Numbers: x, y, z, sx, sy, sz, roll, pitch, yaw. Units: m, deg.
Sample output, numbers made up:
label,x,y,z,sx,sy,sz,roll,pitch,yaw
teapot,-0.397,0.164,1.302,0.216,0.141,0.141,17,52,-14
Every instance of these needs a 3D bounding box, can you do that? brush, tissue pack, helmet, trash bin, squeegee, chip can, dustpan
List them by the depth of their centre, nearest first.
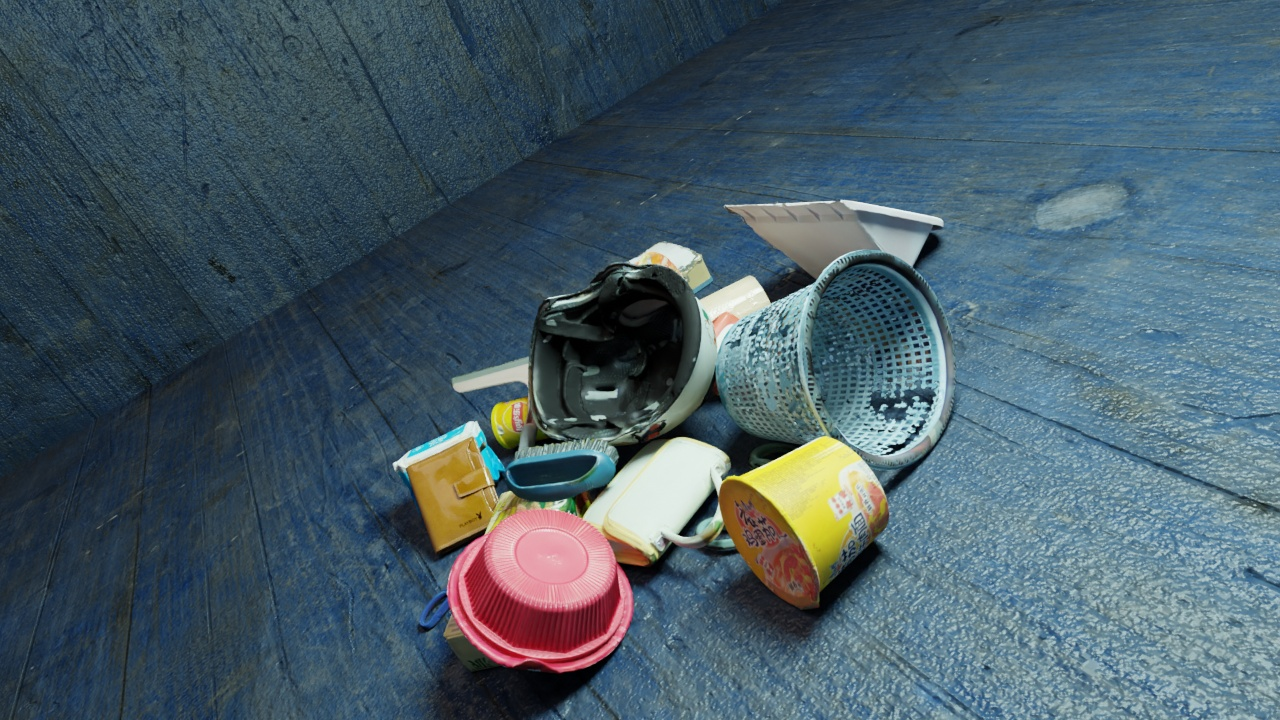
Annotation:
label,x,y,z,sx,sy,sz,roll,pitch,yaw
trash bin,0.198,0.009,1.011,0.226,0.226,0.195,-44,17,-29
brush,-0.097,0.134,1.072,0.144,0.055,0.073,-11,30,22
helmet,-0.007,0.007,1.161,0.275,0.156,0.229,-20,64,28
squeegee,-0.153,0.086,1.251,0.248,0.040,0.249,-14,39,10
dustpan,0.290,-0.206,1.298,0.223,0.273,0.138,12,71,49
tissue pack,-0.271,0.154,1.305,0.140,0.090,0.063,-26,12,3
chip can,-0.110,0.072,1.327,0.214,0.072,0.071,-16,28,23

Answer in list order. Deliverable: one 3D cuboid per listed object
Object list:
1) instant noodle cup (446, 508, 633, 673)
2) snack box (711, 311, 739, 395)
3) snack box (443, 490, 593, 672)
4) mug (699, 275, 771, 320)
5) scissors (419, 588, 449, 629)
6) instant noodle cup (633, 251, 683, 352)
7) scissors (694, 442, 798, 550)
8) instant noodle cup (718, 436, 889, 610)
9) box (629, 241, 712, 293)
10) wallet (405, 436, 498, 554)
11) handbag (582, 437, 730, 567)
label,x,y,z,sx,sy,sz,roll,pitch,yaw
instant noodle cup,-0.095,0.218,0.930,0.194,0.066,0.193,11,35,-8
snack box,0.114,-0.012,1.220,0.091,0.080,0.082,-51,5,-25
snack box,-0.131,0.236,1.054,0.115,0.063,0.239,-18,27,19
mug,0.139,-0.052,1.315,0.103,0.084,0.124,-28,50,-3
scissors,-0.211,0.267,1.126,0.157,0.012,0.165,-30,28,0
instant noodle cup,0.000,-0.080,1.424,0.112,0.151,0.151,-21,25,31
scissors,0.139,0.143,1.013,0.170,0.019,0.179,-22,25,15
instant noodle cup,0.158,0.145,0.869,0.109,0.138,0.138,-29,24,-23
box,0.047,-0.158,1.613,0.089,0.059,0.184,-32,24,-10
wallet,-0.242,0.177,1.233,0.119,0.035,0.130,-28,66,3
handbag,0.034,0.155,1.025,0.179,0.063,0.163,-4,35,50
